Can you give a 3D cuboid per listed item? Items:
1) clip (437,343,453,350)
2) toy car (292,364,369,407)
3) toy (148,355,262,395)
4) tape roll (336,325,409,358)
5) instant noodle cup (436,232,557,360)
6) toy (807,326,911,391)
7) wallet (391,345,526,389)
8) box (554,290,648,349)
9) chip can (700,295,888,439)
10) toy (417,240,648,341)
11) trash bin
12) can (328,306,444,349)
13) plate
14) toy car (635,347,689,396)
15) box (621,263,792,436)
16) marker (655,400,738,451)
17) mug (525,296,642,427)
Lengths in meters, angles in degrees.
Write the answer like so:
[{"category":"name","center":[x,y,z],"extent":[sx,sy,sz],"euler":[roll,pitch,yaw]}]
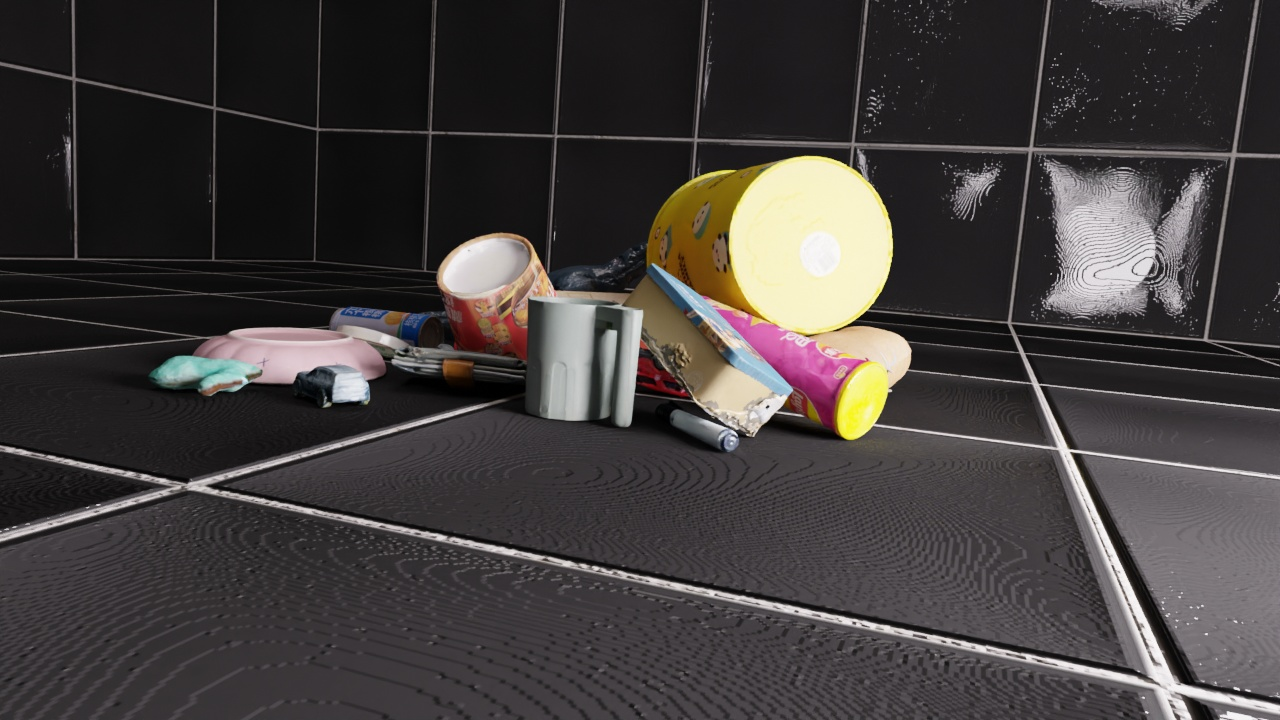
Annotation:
[{"category":"clip","center":[-0.218,-0.001,1.068],"extent":[0.024,0.029,0.057],"euler":[-7,23,-45]},{"category":"toy car","center":[-0.272,0.020,0.806],"extent":[0.042,0.034,0.091],"euler":[-7,11,-40]},{"category":"toy","center":[-0.387,0.013,0.813],"extent":[0.092,0.030,0.096],"euler":[1,13,-3]},{"category":"tape roll","center":[-0.307,-0.020,1.056],"extent":[0.086,0.014,0.086],"euler":[12,-13,3]},{"category":"instant noodle cup","center":[-0.157,-0.065,1.009],"extent":[0.138,0.109,0.137],"euler":[-8,44,8]},{"category":"toy","center":[0.215,0.007,1.023],"extent":[0.144,0.082,0.225],"euler":[-9,0,41]},{"category":"wallet","center":[-0.175,0.011,0.922],"extent":[0.130,0.037,0.106],"euler":[5,-3,-1]},{"category":"box","center":[-0.058,-0.031,1.133],"extent":[0.168,0.077,0.091],"euler":[1,39,-26]},{"category":"chip can","center":[0.123,0.002,0.859],"extent":[0.071,0.071,0.211],"euler":[-3,21,-44]},{"category":"toy","center":[-0.132,-0.078,1.243],"extent":[0.355,0.091,0.138],"euler":[-21,-21,-15]},{"category":"trash bin","center":[0.147,-0.124,1.060],"extent":[0.229,0.229,0.255],"euler":[2,2,-13]},{"category":"can","center":[-0.312,-0.035,1.126],"extent":[0.135,0.053,0.053],"euler":[7,8,20]},{"category":"plate","center":[-0.362,-0.008,0.950],"extent":[0.192,0.039,0.192],"euler":[4,7,-1]},{"category":"toy car","center":[0.048,0.015,0.973],"extent":[0.120,0.045,0.053],"euler":[10,9,-3]},{"category":"box","center":[0.051,-0.015,0.812],"extent":[0.089,0.060,0.184],"euler":[29,18,-44]},{"category":"marker","center":[0.046,0.053,0.768],"extent":[0.018,0.022,0.131],"euler":[43,-10,-23]},{"category":"mug","center":[-0.049,-0.001,0.811],"extent":[0.083,0.103,0.124],"euler":[-3,11,-44]}]
